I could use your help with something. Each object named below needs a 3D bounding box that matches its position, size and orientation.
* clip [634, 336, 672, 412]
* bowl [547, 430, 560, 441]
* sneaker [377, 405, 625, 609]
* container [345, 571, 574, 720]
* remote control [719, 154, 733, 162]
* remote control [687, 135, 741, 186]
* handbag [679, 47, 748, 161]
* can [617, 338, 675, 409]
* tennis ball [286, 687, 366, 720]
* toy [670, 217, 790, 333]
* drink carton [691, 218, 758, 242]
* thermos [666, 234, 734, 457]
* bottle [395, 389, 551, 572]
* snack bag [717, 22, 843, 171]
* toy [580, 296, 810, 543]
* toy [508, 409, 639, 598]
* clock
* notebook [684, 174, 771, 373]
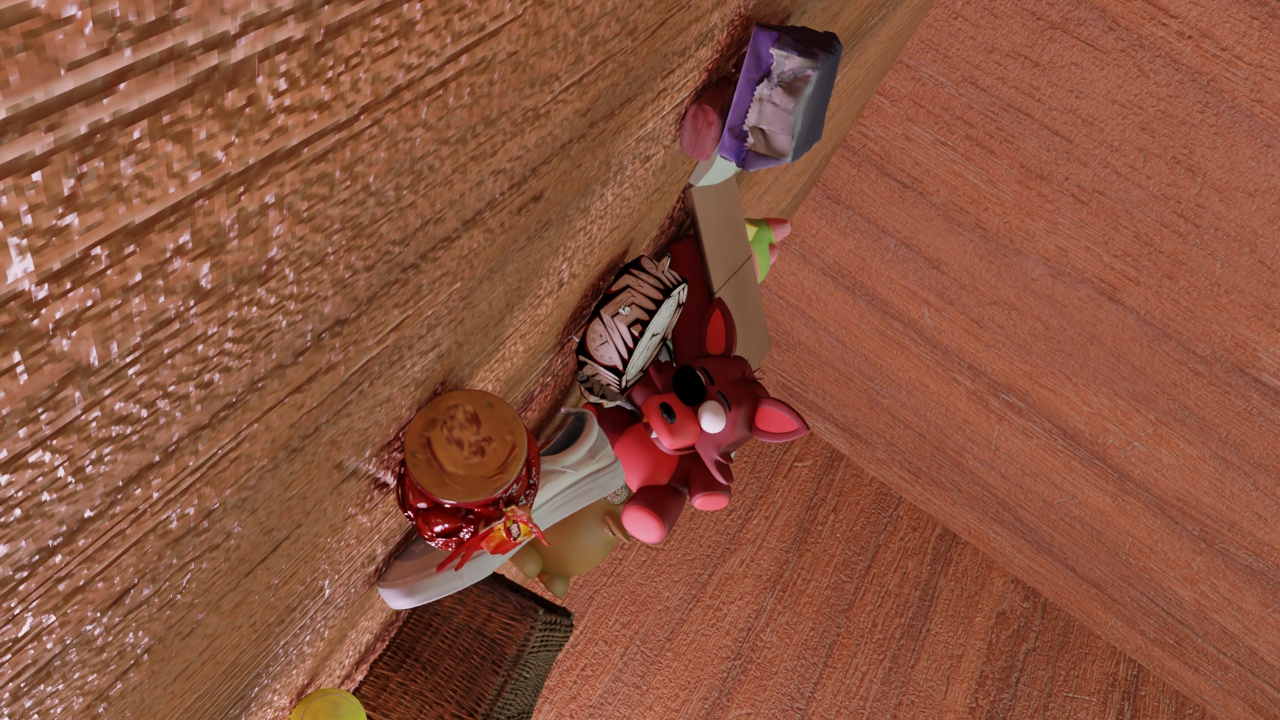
[{"bbox_3d":[0.016,0.040,1.105,0.028,0.127,0.167,6,154,-43],"label":"clip"},{"bbox_3d":[-0.090,0.134,1.138,0.144,0.074,0.144,-54,175,-7],"label":"bowl"},{"bbox_3d":[-0.123,0.115,0.778,0.241,0.091,0.090,-29,-169,-34],"label":"sneaker"},{"bbox_3d":[-0.183,0.331,1.008,0.183,0.162,0.250,-62,167,-12],"label":"container"},{"bbox_3d":[0.117,-0.239,0.823,0.150,0.019,0.074,-50,161,-43],"label":"remote control"},{"bbox_3d":[0.088,-0.198,0.882,0.050,0.024,0.143,-57,174,28],"label":"remote control"},{"bbox_3d":[0.069,-0.204,0.686,0.119,0.029,0.055,-57,172,-30],"label":"handbag"},{"bbox_3d":[-0.006,0.006,1.002,0.088,0.088,0.140,-55,175,5],"label":"can"},{"bbox_3d":[-0.259,0.304,0.755,0.065,0.065,0.065,-54,175,-7],"label":"tennis ball"},{"bbox_3d":[0.087,-0.104,1.158,0.236,0.097,0.192,-37,161,-18],"label":"toy"},{"bbox_3d":[0.074,-0.108,1.048,0.043,0.058,0.135,14,112,-36],"label":"drink carton"},{"bbox_3d":[0.070,-0.011,0.965,0.073,0.073,0.239,84,2,-82],"label":"thermos"},{"bbox_3d":[-0.101,0.077,0.565,0.098,0.099,0.111,-52,170,-24],"label":"bottle"},{"bbox_3d":[0.116,-0.203,0.703,0.204,0.058,0.096,-47,154,-63],"label":"snack bag"},{"bbox_3d":[0.043,0.061,0.866,0.198,0.158,0.120,-44,154,28],"label":"toy"},{"bbox_3d":[-0.056,0.143,0.988,0.203,0.162,0.199,-45,143,-7],"label":"toy"},{"bbox_3d":[-0.018,-0.022,0.808,0.114,0.065,0.155,-51,166,-39],"label":"clock"},{"bbox_3d":[0.093,-0.086,0.932,0.141,0.008,0.209,-46,125,-60],"label":"notebook"}]
